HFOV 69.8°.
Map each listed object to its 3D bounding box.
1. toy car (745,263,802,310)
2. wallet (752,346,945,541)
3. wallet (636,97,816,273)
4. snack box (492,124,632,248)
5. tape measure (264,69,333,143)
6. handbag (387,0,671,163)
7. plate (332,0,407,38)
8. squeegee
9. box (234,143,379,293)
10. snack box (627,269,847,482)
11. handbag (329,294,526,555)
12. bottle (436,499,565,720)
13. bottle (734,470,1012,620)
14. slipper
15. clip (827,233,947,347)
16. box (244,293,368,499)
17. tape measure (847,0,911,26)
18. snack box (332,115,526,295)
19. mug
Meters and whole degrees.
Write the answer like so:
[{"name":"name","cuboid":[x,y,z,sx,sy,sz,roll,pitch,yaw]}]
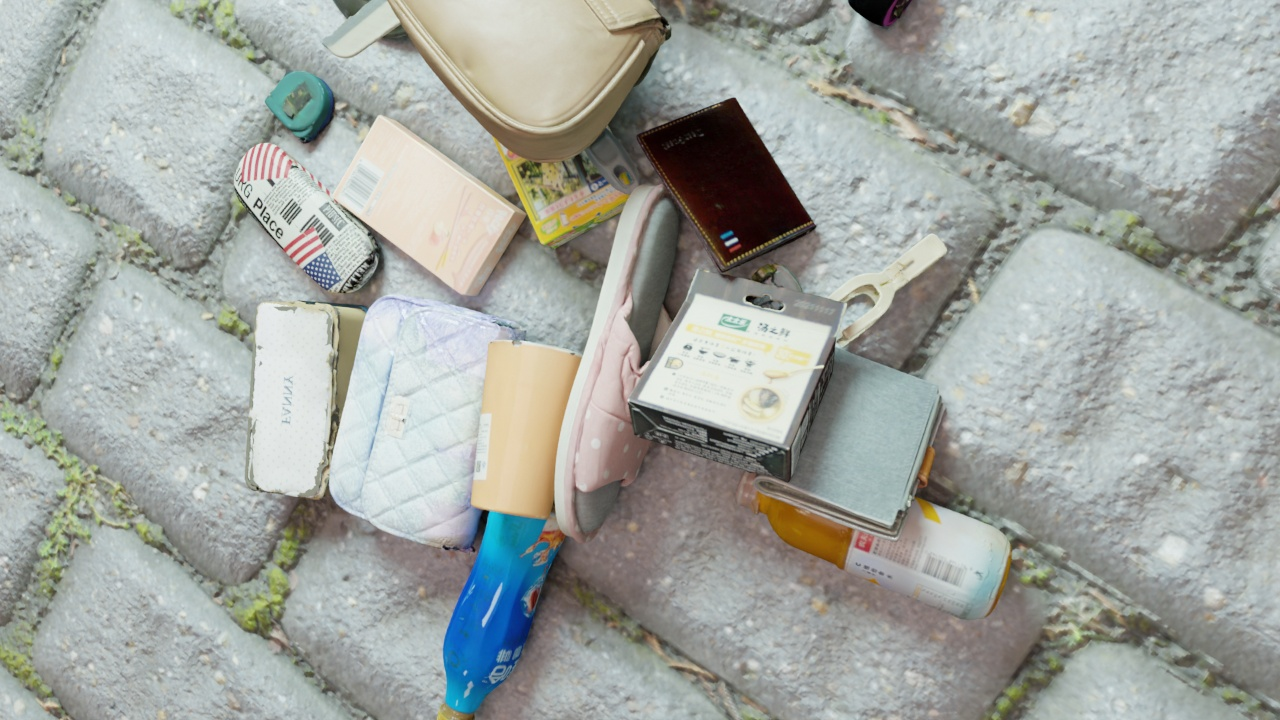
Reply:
[{"name":"toy car","cuboid":[0.082,-0.034,0.692,0.091,0.036,0.043,-39,79,18]},{"name":"wallet","cuboid":[0.151,0.057,0.641,0.106,0.037,0.129,21,54,15]},{"name":"wallet","cuboid":[0.064,-0.131,0.680,0.096,0.020,0.122,-26,80,-28]},{"name":"snack box","cuboid":[-0.067,-0.172,0.740,0.087,0.033,0.140,-27,81,16]},{"name":"tape measure","cuboid":[-0.302,-0.229,0.816,0.058,0.025,0.054,45,104,11]},{"name":"handbag","cuboid":[-0.085,-0.244,0.640,0.147,0.100,0.204,-37,86,-2]},{"name":"plate","cuboid":[-0.219,-0.360,0.757,0.180,0.024,0.179,11,110,34]},{"name":"squeegee","cuboid":[-0.074,-0.224,0.705,0.246,0.039,0.246,-38,86,6]},{"name":"box","cuboid":[-0.294,-0.125,0.811,0.164,0.057,0.071,46,120,13]},{"name":"snack box","cuboid":[0.069,0.007,0.630,0.113,0.053,0.125,16,52,20]},{"name":"handbag","cuboid":[-0.177,0.049,0.755,0.134,0.075,0.194,15,96,16]},{"name":"bottle","cuboid":[-0.119,0.205,0.744,0.065,0.065,0.219,23,97,16]},{"name":"bottle","cuboid":[0.161,0.120,0.653,0.190,0.068,0.068,20,97,16]},{"name":"slipper","cuboid":[-0.004,0.004,0.684,0.054,0.114,0.274,13,88,20]},{"name":"clip","cuboid":[0.169,-0.050,0.650,0.103,0.092,0.035,-40,79,25]},{"name":"box","cuboid":[-0.289,0.026,0.800,0.090,0.059,0.184,7,91,17]},{"name":"tape measure","cuboid":[0.177,-0.267,0.648,0.039,0.057,0.058,41,93,12]},{"name":"snack box","cuboid":[-0.181,-0.132,0.778,0.157,0.026,0.084,36,101,13]},{"name":"mug","cuboid":[-0.086,0.052,0.678,0.078,0.078,0.122,7,80,17]}]
